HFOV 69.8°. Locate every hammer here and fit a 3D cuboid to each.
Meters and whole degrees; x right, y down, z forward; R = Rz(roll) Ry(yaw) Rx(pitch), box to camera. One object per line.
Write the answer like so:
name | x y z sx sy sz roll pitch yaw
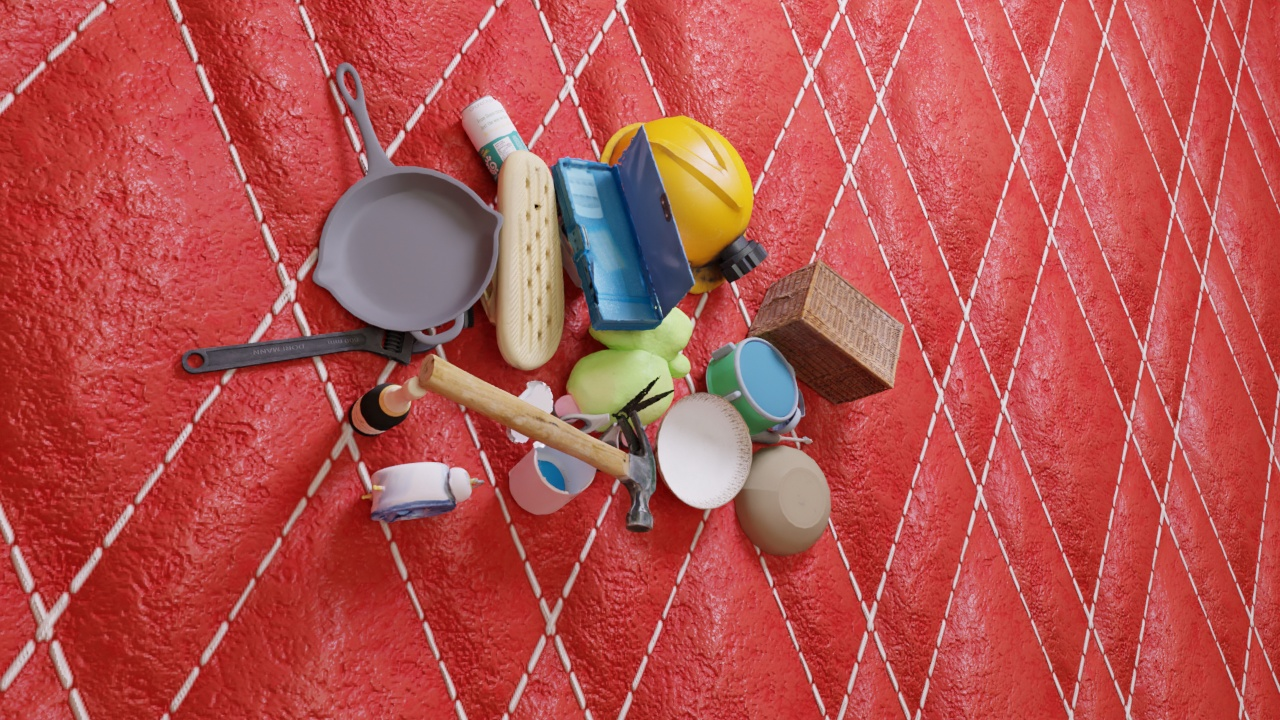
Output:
hammer | -0.093 0.072 0.956 0.330 0.033 0.132 32 51 -42

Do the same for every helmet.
helmet | 0.074 -0.226 1.224 0.204 0.132 0.255 -42 100 -30

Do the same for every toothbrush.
toothbrush | 0.166 0.103 1.263 0.185 0.024 0.022 8 110 -29
toothbrush | -0.213 -0.120 1.097 0.013 0.013 0.167 2 77 -39

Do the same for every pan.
pan | -0.281 -0.180 1.041 0.216 0.024 0.354 -20 80 -10

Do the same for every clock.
clock | -0.229 0.141 0.981 0.125 0.089 0.052 -1 72 -30
clock | 0.163 0.042 1.245 0.161 0.076 0.121 20 54 -36

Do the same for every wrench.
wrench | -0.346 -0.017 0.992 0.272 0.018 0.073 -9 83 -31

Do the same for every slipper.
slipper | -0.148 -0.117 1.095 0.111 0.079 0.261 5 84 -54

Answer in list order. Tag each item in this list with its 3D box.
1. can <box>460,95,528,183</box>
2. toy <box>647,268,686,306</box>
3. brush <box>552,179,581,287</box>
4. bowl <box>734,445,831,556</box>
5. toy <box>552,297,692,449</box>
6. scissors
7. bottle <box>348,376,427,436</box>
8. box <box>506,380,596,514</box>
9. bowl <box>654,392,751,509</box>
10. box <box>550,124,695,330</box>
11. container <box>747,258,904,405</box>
can | -0.176 -0.269 1.129 0.054 0.055 0.101 -34 97 -32
toy | 0.020 -0.111 1.192 0.052 0.099 0.096 -41 90 -9
brush | -0.085 -0.166 1.158 0.075 0.056 0.136 -36 96 -38
bowl | 0.204 0.189 1.248 0.152 0.051 0.152 8 75 -29
toy | -0.007 0.007 1.134 0.150 0.107 0.196 29 67 -29
scissors | -0.029 0.078 1.091 0.165 0.012 0.150 -6 123 5
bottle | -0.253 0.043 0.932 0.045 0.185 0.045 8 74 -29
box | -0.113 0.101 1.031 0.084 0.147 0.136 -38 89 -35
bowl | 0.067 0.116 1.172 0.145 0.063 0.145 4 82 -30
box | -0.023 -0.160 1.075 0.094 0.113 0.231 -1 63 -31
container | 0.267 -0.038 1.303 0.198 0.114 0.112 35 58 -21
